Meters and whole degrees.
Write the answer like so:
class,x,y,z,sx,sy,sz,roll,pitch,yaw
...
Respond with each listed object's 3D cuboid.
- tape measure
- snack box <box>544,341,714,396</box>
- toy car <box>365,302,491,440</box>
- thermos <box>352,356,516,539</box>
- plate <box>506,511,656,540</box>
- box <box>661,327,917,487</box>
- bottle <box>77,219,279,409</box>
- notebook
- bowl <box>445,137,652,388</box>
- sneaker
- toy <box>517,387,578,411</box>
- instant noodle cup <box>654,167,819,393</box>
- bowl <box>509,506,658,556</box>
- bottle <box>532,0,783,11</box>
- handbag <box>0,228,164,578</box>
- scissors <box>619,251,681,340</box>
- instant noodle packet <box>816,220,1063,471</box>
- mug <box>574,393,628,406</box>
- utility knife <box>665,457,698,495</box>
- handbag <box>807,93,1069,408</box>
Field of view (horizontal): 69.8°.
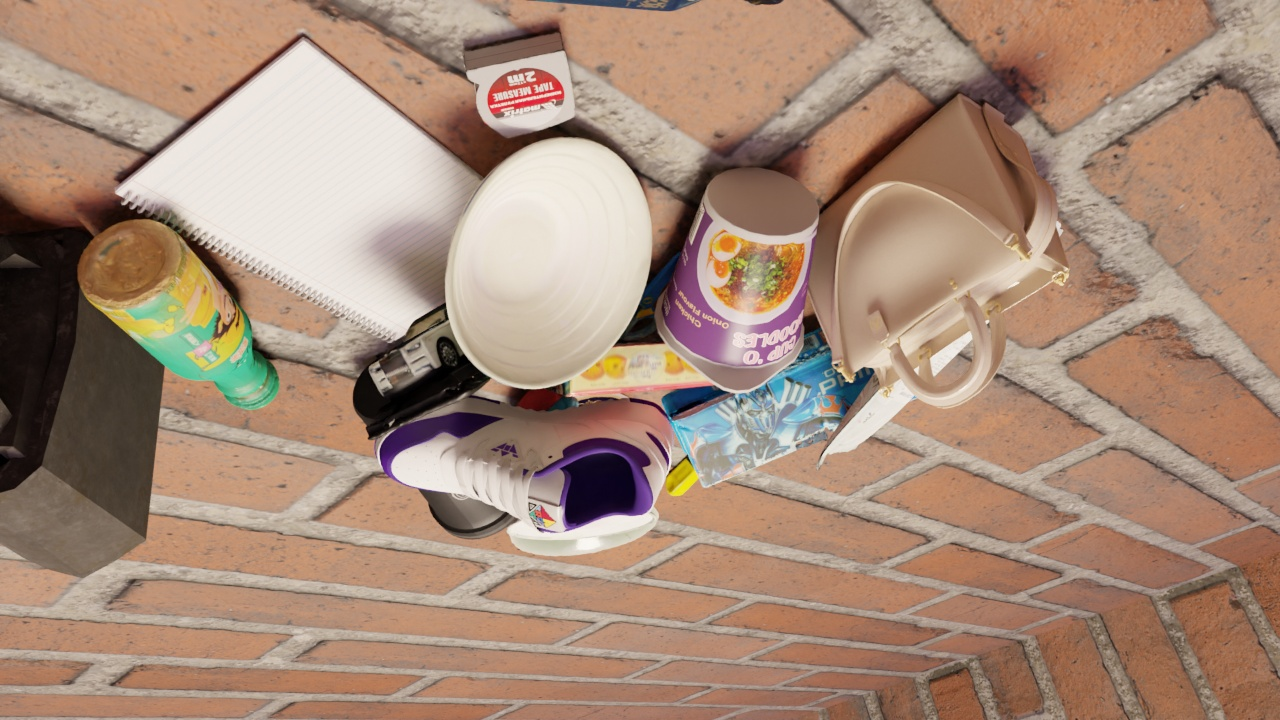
class,x,y,z,sx,sy,sz,roll,pitch,yaw
tape measure,-0.072,-0.169,0.564,0.060,0.020,0.062,-12,149,0
snack box,-0.005,0.005,0.782,0.142,0.040,0.145,-4,-179,-13
toy car,-0.136,-0.010,0.695,0.094,0.071,0.191,-27,-175,23
thermos,-0.185,0.081,0.862,0.106,0.105,0.219,-15,144,6
plate,-0.061,0.167,0.960,0.157,0.014,0.157,-5,159,-2
box,0.151,0.036,0.875,0.243,0.085,0.092,-23,148,2
bottle,-0.323,-0.020,0.673,0.068,0.068,0.210,-9,156,-4
notebook,-0.200,-0.098,0.645,0.178,0.013,0.245,-27,145,21
bowl,-0.074,-0.072,0.645,0.176,0.058,0.177,-21,123,-38
sneaker,-0.093,0.092,0.728,0.244,0.111,0.092,-3,120,0
toy,-0.087,0.069,0.857,0.062,0.092,0.133,9,180,-22
instant noodle cup,0.079,-0.067,0.688,0.122,0.136,0.122,5,136,-5
bowl,-0.068,0.163,1.055,0.174,0.067,0.174,-7,147,-5
bottle,0.003,-0.214,0.483,0.160,0.056,0.056,-2,147,-17
handbag,-0.397,0.011,0.578,0.102,0.197,0.200,-8,148,-6
scissors,0.001,-0.055,0.781,0.070,0.022,0.131,6,148,-27
instant noodle packet,0.245,-0.019,0.779,0.270,0.057,0.146,-53,157,19
mug,-0.030,0.091,0.931,0.111,0.089,0.086,0,147,-19
utility knife,0.079,0.105,1.049,0.020,0.028,0.188,2,147,-29
handbag,0.212,-0.058,0.664,0.101,0.197,0.195,19,138,-30
